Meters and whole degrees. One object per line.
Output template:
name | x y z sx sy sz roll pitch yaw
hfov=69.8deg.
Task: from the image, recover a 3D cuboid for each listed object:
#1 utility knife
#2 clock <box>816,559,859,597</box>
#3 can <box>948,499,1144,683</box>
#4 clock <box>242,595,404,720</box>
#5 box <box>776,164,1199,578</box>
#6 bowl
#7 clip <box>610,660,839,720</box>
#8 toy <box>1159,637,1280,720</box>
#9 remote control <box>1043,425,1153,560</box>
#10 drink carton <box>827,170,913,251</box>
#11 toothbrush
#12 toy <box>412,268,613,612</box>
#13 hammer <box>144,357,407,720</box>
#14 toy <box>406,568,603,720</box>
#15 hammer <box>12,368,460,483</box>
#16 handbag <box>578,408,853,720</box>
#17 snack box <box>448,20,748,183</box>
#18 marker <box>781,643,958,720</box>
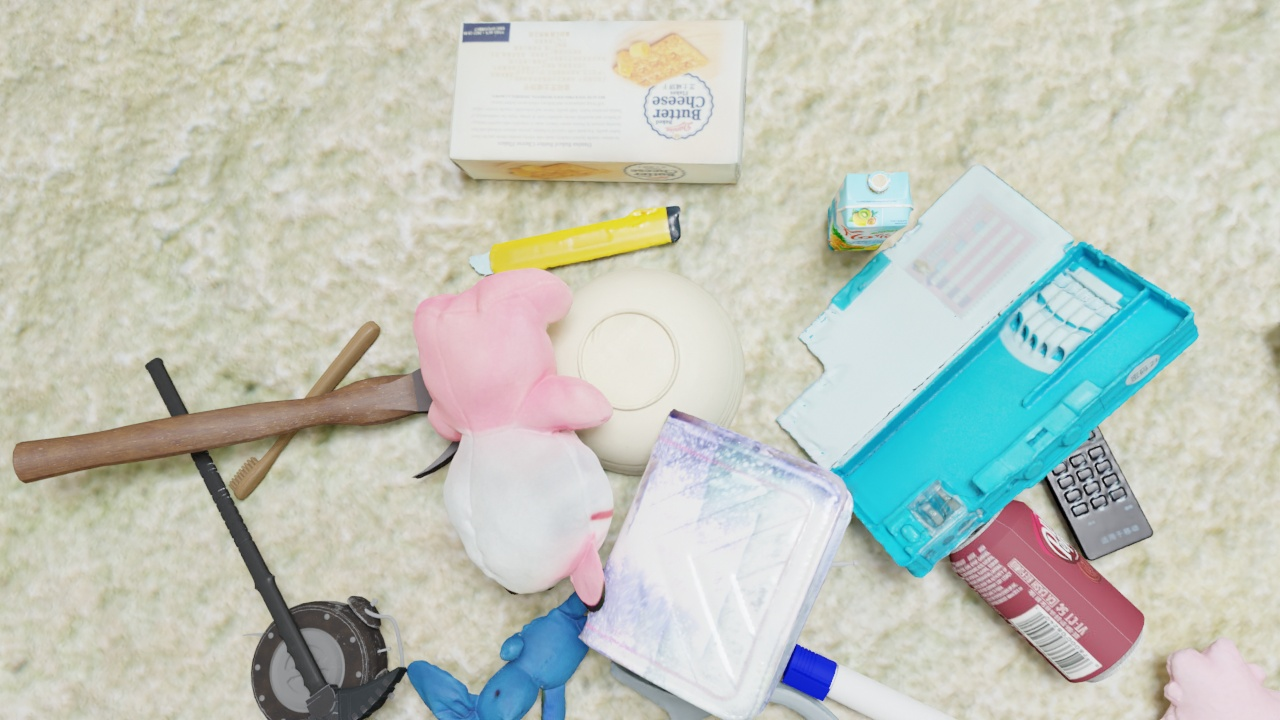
utility knife | -0.049 -0.086 0.675 0.163 0.017 0.030 -10 77 5
clock | 0.067 0.139 0.618 0.137 0.048 0.096 -31 81 2
can | 0.257 0.145 0.586 0.063 0.063 0.114 -45 80 0
clock | -0.219 0.215 0.647 0.123 0.044 0.091 -16 75 5
box | 0.207 0.003 0.607 0.227 0.056 0.185 -45 53 8
bowl | -0.004 0.004 0.630 0.151 0.075 0.150 -1 84 7
clip | 0.056 0.234 0.620 0.163 0.028 0.107 1 82 7
toy | 0.362 0.220 0.569 0.099 0.052 0.096 -20 88 9
remote control | 0.284 0.056 0.616 0.047 0.022 0.150 -23 79 5
drink carton | 0.146 -0.095 0.594 0.044 0.129 0.038 0 90 7
toothbrush | -0.252 0.036 0.687 0.016 0.016 0.167 40 90 16
toy | -0.083 0.053 0.587 0.142 0.084 0.213 -10 94 41
hammer | -0.279 0.119 0.653 0.095 0.015 0.325 -36 69 -4
toy | -0.080 0.208 0.615 0.113 0.071 0.176 45 82 -2
hammer | -0.269 0.045 0.651 0.323 0.033 0.115 -10 82 -6
handbag | 0.046 0.124 0.567 0.126 0.069 0.158 22 85 21
snack box | -0.029 -0.185 0.663 0.208 0.057 0.104 2 84 8
marker | 0.160 0.229 0.607 0.133 0.027 0.023 23 123 9
